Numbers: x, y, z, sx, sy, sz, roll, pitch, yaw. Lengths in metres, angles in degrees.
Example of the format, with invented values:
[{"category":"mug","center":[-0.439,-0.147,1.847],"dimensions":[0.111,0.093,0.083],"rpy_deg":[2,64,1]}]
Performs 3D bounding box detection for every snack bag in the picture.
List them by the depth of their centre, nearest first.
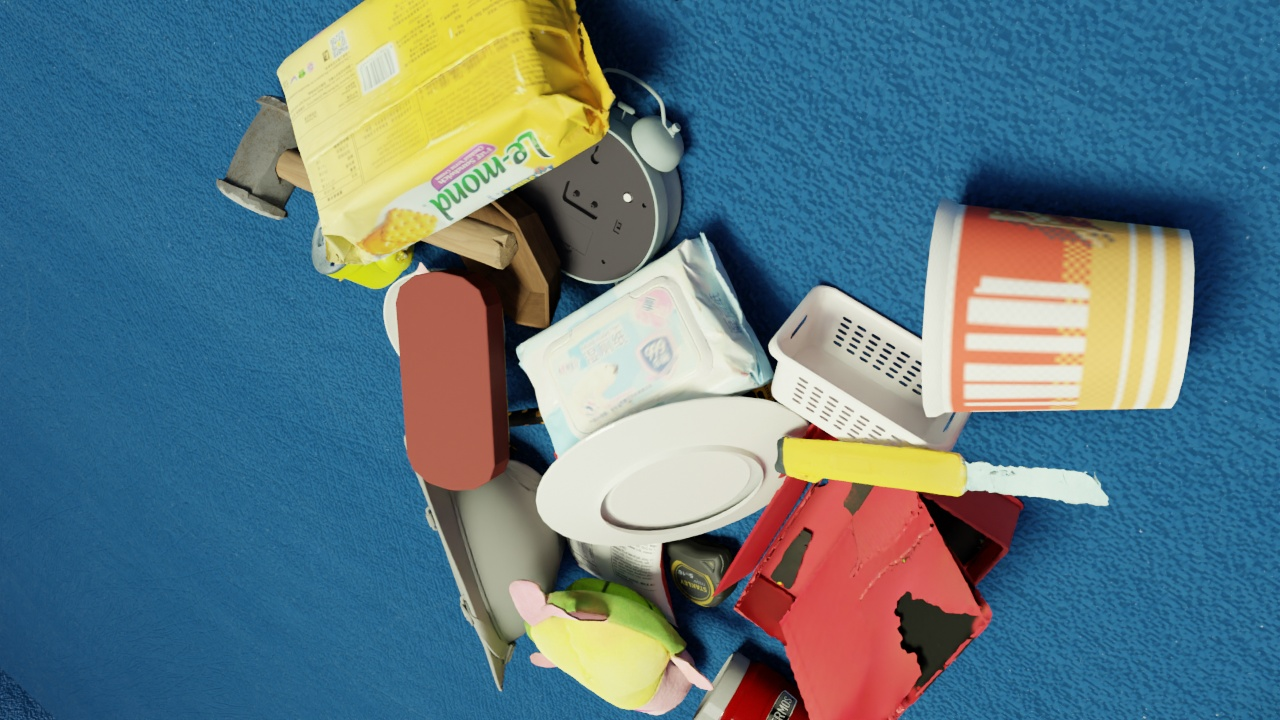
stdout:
[{"category":"snack bag","center":[-0.137,-0.179,0.602],"dimensions":[0.248,0.068,0.159],"rpy_deg":[-22,77,26]},{"category":"snack bag","center":[-0.023,0.163,0.824],"dimensions":[0.131,0.039,0.144],"rpy_deg":[22,134,36]}]

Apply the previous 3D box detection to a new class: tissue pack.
[{"category":"tissue pack","center":[-0.004,0.004,0.653],"dimensions":[0.182,0.070,0.112],"rpy_deg":[-30,77,21]}]

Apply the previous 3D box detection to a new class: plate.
[{"category":"plate","center":[0.029,0.092,0.670],"dimensions":[0.209,0.208,0.015],"rpy_deg":[-52,41,42]},{"category":"plate","center":[-0.101,-0.084,0.688],"dimensions":[0.131,0.025,0.131],"rpy_deg":[40,151,26]}]

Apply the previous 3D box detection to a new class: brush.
[{"category":"brush","center":[-0.143,0.014,0.725],"dimensions":[0.082,0.041,0.173],"rpy_deg":[4,103,23]}]

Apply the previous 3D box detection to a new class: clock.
[{"category":"clock","center":[-0.027,-0.129,0.652],"dimensions":[0.122,0.045,0.160],"rpy_deg":[34,130,12]},{"category":"clock","center":[-0.223,-0.106,0.767],"dimensions":[0.119,0.057,0.083],"rpy_deg":[-14,64,36]}]

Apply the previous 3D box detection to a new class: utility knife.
[{"category":"utility knife","center":[0.165,0.067,0.553],"dimensions":[0.225,0.019,0.030],"rpy_deg":[1,102,54]}]

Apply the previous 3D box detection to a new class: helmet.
[{"category":"helmet","center":[-0.125,0.171,0.857],"dimensions":[0.183,0.117,0.271],"rpy_deg":[42,150,58]}]

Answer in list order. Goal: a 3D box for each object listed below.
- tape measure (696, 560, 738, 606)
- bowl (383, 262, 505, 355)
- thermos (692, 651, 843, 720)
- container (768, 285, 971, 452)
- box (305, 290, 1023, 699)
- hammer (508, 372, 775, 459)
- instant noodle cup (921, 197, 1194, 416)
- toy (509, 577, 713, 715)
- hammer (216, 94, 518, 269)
[{"category":"tape measure","center":[0.056,0.181,0.793],"dimensions":[0.062,0.034,0.061],"rpy_deg":[13,120,42]},{"category":"bowl","center":[-0.161,-0.032,0.793],"dimensions":[0.115,0.050,0.115],"rpy_deg":[16,127,23]},{"category":"thermos","center":[0.145,0.349,0.808],"dimensions":[0.198,0.083,0.108],"rpy_deg":[32,147,11]},{"category":"container","center":[0.148,0.016,0.605],"dimensions":[0.129,0.080,0.050],"rpy_deg":[33,142,13]},{"category":"box","center":[0.008,0.111,0.655],"dimensions":[0.478,0.170,0.215],"rpy_deg":[9,131,-17]},{"category":"hammer","center":[-0.039,0.038,0.748],"dimensions":[0.321,0.036,0.123],"rpy_deg":[-10,146,33]},{"category":"instant noodle cup","center":[0.226,-0.026,0.504],"dimensions":[0.121,0.123,0.123],"rpy_deg":[4,120,23]},{"category":"toy","center":[-0.022,0.249,0.803],"dimensions":[0.191,0.087,0.238],"rpy_deg":[-11,140,33]},{"category":"hammer","center":[-0.215,-0.128,0.710],"dimensions":[0.329,0.052,0.098],"rpy_deg":[25,88,33]}]
